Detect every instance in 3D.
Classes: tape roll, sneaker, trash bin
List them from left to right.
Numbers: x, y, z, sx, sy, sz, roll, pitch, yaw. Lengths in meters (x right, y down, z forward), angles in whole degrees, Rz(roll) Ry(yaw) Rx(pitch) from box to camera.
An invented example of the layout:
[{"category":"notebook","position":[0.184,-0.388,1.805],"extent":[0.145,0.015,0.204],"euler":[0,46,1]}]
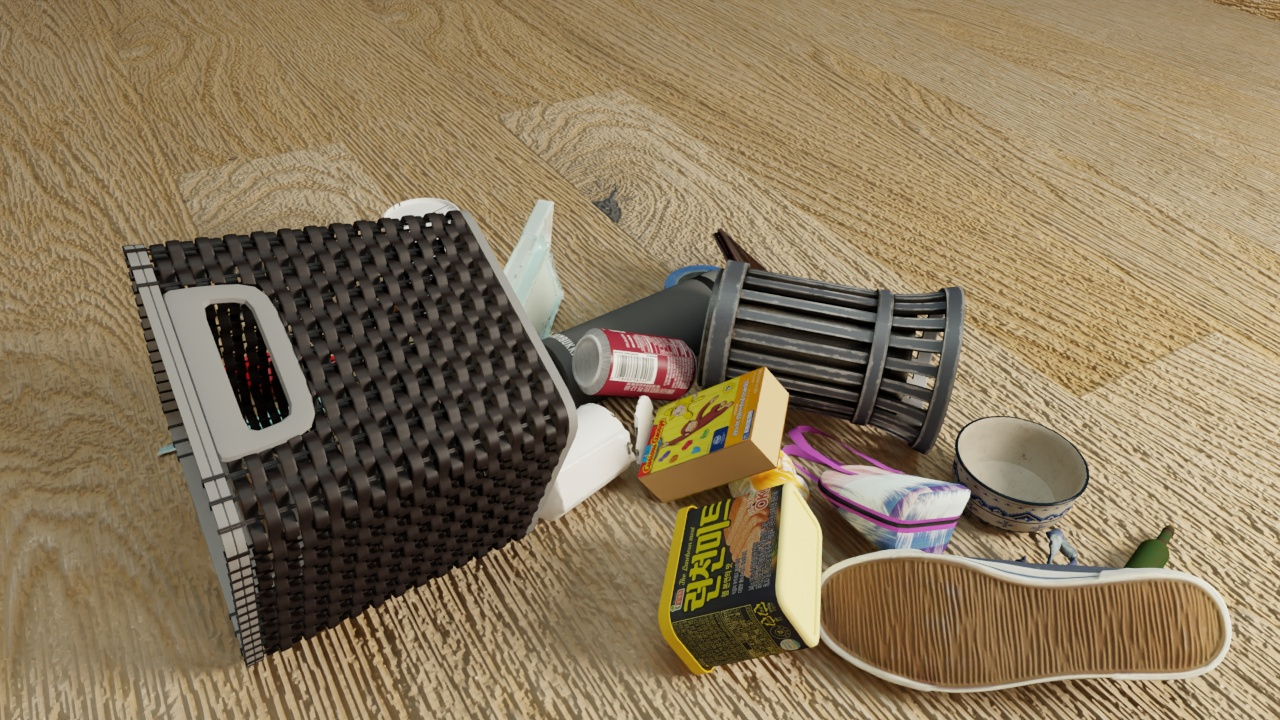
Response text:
[{"category":"tape roll","position":[0.076,-0.086,1.120],"extent":[0.093,0.016,0.091],"euler":[2,38,1]},{"category":"trash bin","position":[0.180,-0.012,0.903],"extent":[0.227,0.165,0.163],"euler":[11,39,9]},{"category":"sneaker","position":[0.284,0.194,0.731],"extent":[0.295,0.127,0.120],"euler":[-1,81,9]}]

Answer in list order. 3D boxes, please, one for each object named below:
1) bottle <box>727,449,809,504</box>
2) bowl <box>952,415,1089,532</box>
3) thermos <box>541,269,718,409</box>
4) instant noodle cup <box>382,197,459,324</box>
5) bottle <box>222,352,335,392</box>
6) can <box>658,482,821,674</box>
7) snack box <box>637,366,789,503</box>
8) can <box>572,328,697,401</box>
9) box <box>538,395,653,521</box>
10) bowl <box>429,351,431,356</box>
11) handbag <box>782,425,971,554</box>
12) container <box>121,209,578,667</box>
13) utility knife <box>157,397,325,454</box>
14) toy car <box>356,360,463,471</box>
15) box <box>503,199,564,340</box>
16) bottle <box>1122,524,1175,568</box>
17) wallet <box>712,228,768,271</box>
[{"category":"bottle","position":[0.109,0.104,0.843],"extent":[0.063,0.063,0.108],"euler":[-10,39,-15]},{"category":"bowl","position":[0.342,0.111,0.845],"extent":[0.115,0.059,0.115],"euler":[1,38,-1]},{"category":"thermos","position":[0.004,-0.023,0.984],"extent":[0.239,0.082,0.082],"euler":[-24,45,-29]},{"category":"instant noodle cup","position":[-0.245,-0.113,1.056],"extent":[0.123,0.122,0.123],"euler":[1,38,-1]},{"category":"bottle","position":[-0.372,0.013,0.954],"extent":[0.141,0.042,0.041],"euler":[3,38,3]},{"category":"can","position":[0.082,0.167,0.717],"extent":[0.101,0.072,0.130],"euler":[-21,30,26]},{"category":"snack box","position":[0.067,0.069,0.837],"extent":[0.126,0.040,0.088],"euler":[-24,32,35]},{"category":"can","position":[-0.005,0.005,0.890],"extent":[0.114,0.063,0.063],"euler":[6,31,-35]},{"category":"box","position":[-0.042,0.083,0.852],"extent":[0.092,0.081,0.160],"euler":[7,30,45]},{"category":"bowl","position":[-0.181,-0.018,0.993],"extent":[0.124,0.053,0.123],"euler":[1,38,-1]},{"category":"handbag","position":[0.201,0.109,0.838],"extent":[0.144,0.068,0.170],"euler":[4,19,-40]},{"category":"container","position":[-0.223,0.047,0.717],"extent":[0.243,0.246,0.247],"euler":[-17,63,-29]},{"category":"utility knife","position":[-0.389,0.067,0.912],"extent":[0.168,0.015,0.022],"euler":[-17,43,-18]},{"category":"toy car","position":[-0.227,0.039,0.912],"extent":[0.070,0.062,0.170],"euler":[-22,44,-27]},{"category":"box","position":[-0.122,-0.076,1.003],"extent":[0.043,0.136,0.196],"euler":[3,38,9]},{"category":"bottle","position":[0.442,0.173,0.797],"extent":[0.025,0.025,0.105],"euler":[32,47,33]},{"category":"wallet","position":[0.136,-0.094,1.069],"extent":[0.031,0.120,0.099],"euler":[-40,35,17]}]
